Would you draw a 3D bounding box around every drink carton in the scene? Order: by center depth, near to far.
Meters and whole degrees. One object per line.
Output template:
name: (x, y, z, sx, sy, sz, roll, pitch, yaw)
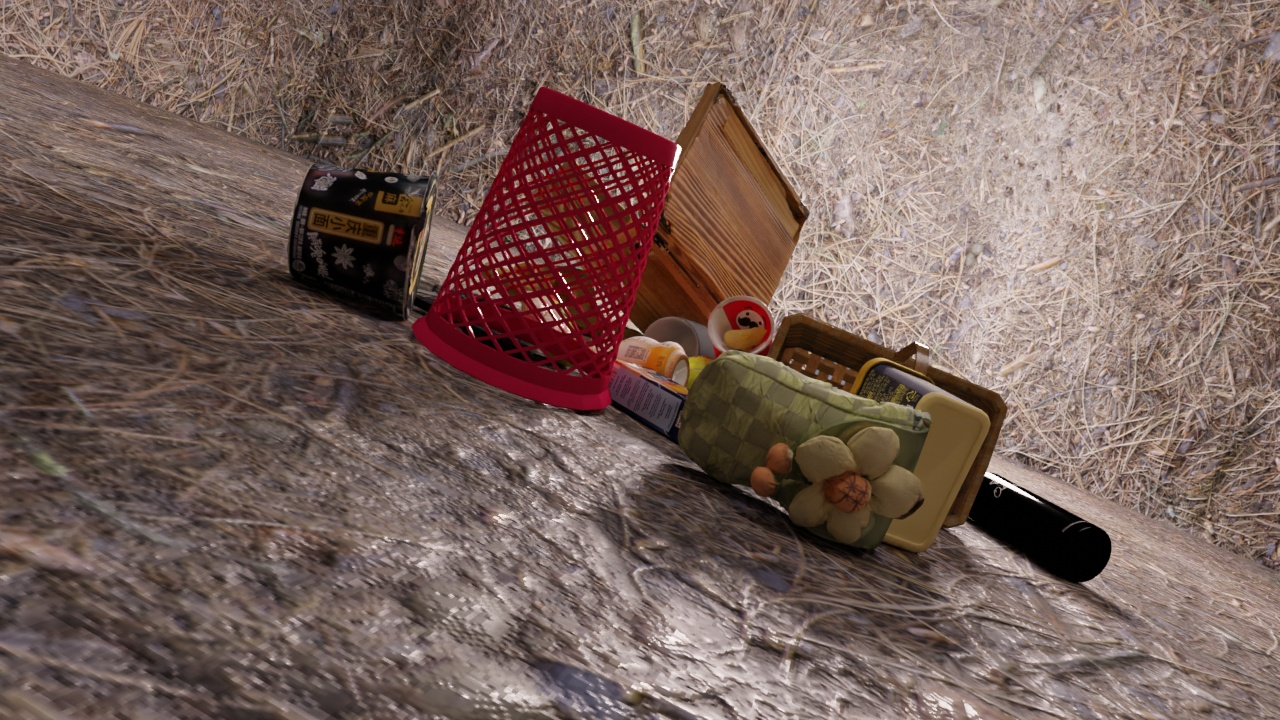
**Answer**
drink carton: (0.029, 0.043, 0.842, 0.130, 0.040, 0.064, 28, 9, 41)

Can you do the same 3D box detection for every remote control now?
remote control: (-0.171, -0.034, 0.913, 0.136, 0.015, 0.032, 25, 7, 24)

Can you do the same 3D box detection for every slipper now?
slipper: (-0.096, -0.090, 1.296, 0.263, 0.078, 0.099, 27, -3, -26)

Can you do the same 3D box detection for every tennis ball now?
tennis ball: (0.063, 0.028, 0.985, 0.065, 0.065, 0.065, 22, 6, -3)

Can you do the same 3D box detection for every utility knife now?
utility knife: (-0.129, -0.028, 1.026, 0.022, 0.016, 0.179, 55, -2, -12)

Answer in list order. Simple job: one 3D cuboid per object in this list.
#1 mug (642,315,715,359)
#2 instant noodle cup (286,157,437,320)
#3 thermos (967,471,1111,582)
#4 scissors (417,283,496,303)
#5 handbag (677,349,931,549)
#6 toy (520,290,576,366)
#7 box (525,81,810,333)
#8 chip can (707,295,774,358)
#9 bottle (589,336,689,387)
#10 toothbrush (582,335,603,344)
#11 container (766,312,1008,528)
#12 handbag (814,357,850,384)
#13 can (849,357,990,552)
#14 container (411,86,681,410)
mug: (0.041, -0.008, 1.206, 0.122, 0.085, 0.094, -7, -9, 28)
instant noodle cup: (-0.253, -0.114, 0.835, 0.112, 0.137, 0.137, 11, 8, -11)
thermos: (0.417, 0.170, 1.032, 0.061, 0.061, 0.231, 20, 6, -20)
scissors: (-0.210, -0.070, 1.064, 0.128, 0.019, 0.140, 28, 12, -9)
handbag: (0.114, 0.069, 0.672, 0.186, 0.113, 0.116, 21, 19, 12)
toy: (-0.093, -0.035, 0.947, 0.092, 0.046, 0.115, 56, 0, 8)
box: (0.073, -0.186, 1.280, 0.279, 0.315, 0.282, 47, 5, -40)
chip can: (0.121, 0.002, 1.057, 0.069, 0.069, 0.221, 24, -15, 16)
bottle: (-0.006, 0.006, 0.950, 0.109, 0.063, 0.063, 11, 0, 29)
toothbrush: (-0.074, -0.033, 1.257, 0.181, 0.018, 0.015, 23, 4, 2)
container: (0.237, 0.061, 0.934, 0.250, 0.157, 0.186, 22, -5, 1)
handbag: (0.305, 0.070, 1.315, 0.192, 0.119, 0.121, 31, 45, -8)
can: (0.216, 0.079, 0.772, 0.075, 0.135, 0.104, 21, 9, -16)
container: (-0.067, -0.099, 0.779, 0.183, 0.226, 0.183, 22, 12, -5)
